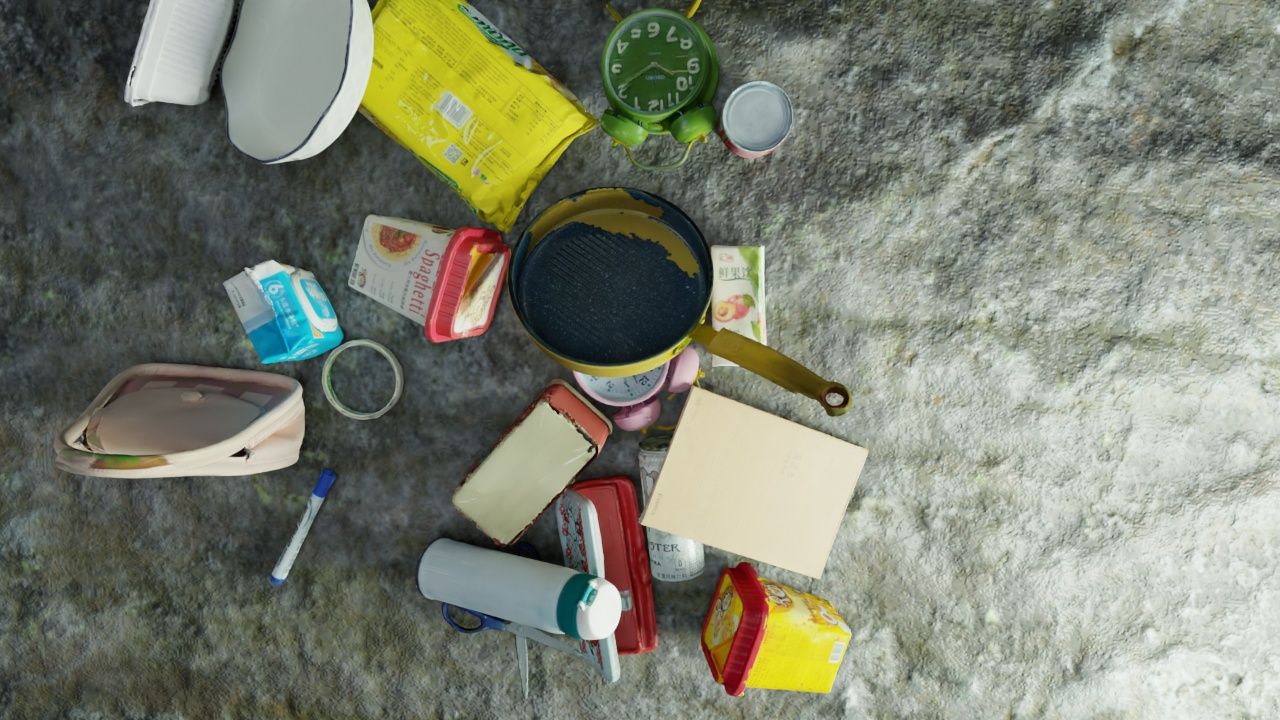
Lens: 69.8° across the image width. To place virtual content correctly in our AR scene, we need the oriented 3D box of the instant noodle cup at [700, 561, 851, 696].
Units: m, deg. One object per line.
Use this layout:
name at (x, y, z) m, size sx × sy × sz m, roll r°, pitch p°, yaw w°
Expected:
instant noodle cup at (0.142, 0.288, 0.964) m, size 0.123 × 0.116 × 0.116 m, roll 14°, pitch 101°, yaw -11°

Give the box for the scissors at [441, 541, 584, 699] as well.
scissors at (-0.137, 0.281, 1.006) m, size 0.174 × 0.012 × 0.162 m, roll 16°, pitch 90°, yaw 14°

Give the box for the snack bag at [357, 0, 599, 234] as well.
snack bag at (-0.181, -0.258, 0.905) m, size 0.246 × 0.068 × 0.158 m, roll 41°, pitch 99°, yaw -5°

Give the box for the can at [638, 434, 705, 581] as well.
can at (0.033, 0.155, 0.967) m, size 0.058 × 0.058 × 0.147 m, roll -6°, pitch 100°, yaw 4°

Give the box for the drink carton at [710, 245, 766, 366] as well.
drink carton at (0.100, -0.057, 0.934) m, size 0.053 × 0.045 × 0.122 m, roll 0°, pitch 99°, yaw 13°

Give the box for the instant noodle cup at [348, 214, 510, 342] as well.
instant noodle cup at (-0.212, -0.089, 0.918) m, size 0.124 × 0.116 × 0.116 m, roll 20°, pitch 100°, yaw 11°

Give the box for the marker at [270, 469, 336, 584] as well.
marker at (-0.374, 0.185, 1.016) m, size 0.017 × 0.017 × 0.146 m, roll 28°, pitch 100°, yaw -2°

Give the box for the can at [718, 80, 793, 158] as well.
can at (0.109, -0.229, 0.880) m, size 0.066 × 0.093 × 0.066 m, roll 0°, pitch 99°, yaw 3°

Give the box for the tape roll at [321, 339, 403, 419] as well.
tape roll at (-0.298, 0.021, 0.985) m, size 0.086 × 0.014 × 0.086 m, roll 1°, pitch 100°, yaw 3°

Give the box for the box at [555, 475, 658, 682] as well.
box at (-0.039, 0.231, 0.965) m, size 0.095 × 0.098 × 0.201 m, roll -7°, pitch 100°, yaw 5°

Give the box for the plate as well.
plate at (-0.326, -0.284, 0.874) m, size 0.205 × 0.045 × 0.204 m, roll -4°, pitch 83°, yaw 35°

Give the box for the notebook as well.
notebook at (0.120, 0.128, 0.947) m, size 0.211 × 0.012 × 0.149 m, roll 20°, pitch 93°, yaw -16°

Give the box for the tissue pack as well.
tissue pack at (-0.350, -0.048, 0.916) m, size 0.063 × 0.140 × 0.090 m, roll -26°, pitch 92°, yaw -2°

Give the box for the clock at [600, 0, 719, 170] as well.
clock at (0.017, -0.265, 0.888) m, size 0.116 × 0.056 × 0.161 m, roll -1°, pitch 94°, yaw 11°

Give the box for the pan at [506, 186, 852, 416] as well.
pan at (0.035, -0.041, 0.856) m, size 0.357 × 0.078 × 0.197 m, roll 34°, pitch 72°, yaw 15°

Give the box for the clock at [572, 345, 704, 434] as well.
clock at (-0.006, 0.006, 0.944) m, size 0.158 × 0.059 × 0.117 m, roll 45°, pitch 100°, yaw -6°

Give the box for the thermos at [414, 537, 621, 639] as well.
thermos at (-0.124, 0.235, 0.937) m, size 0.225 × 0.073 × 0.073 m, roll 5°, pitch 101°, yaw 31°

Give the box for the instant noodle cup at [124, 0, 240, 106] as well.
instant noodle cup at (-0.432, -0.322, 0.883) m, size 0.060 × 0.138 × 0.173 m, roll 17°, pitch 101°, yaw -22°

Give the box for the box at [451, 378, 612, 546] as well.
box at (-0.116, 0.108, 0.941) m, size 0.091 × 0.077 × 0.169 m, roll 42°, pitch 112°, yaw -4°

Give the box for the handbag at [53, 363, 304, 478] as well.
handbag at (-0.455, 0.073, 0.891) m, size 0.193 × 0.234 × 0.093 m, roll 6°, pitch 101°, yaw 2°
